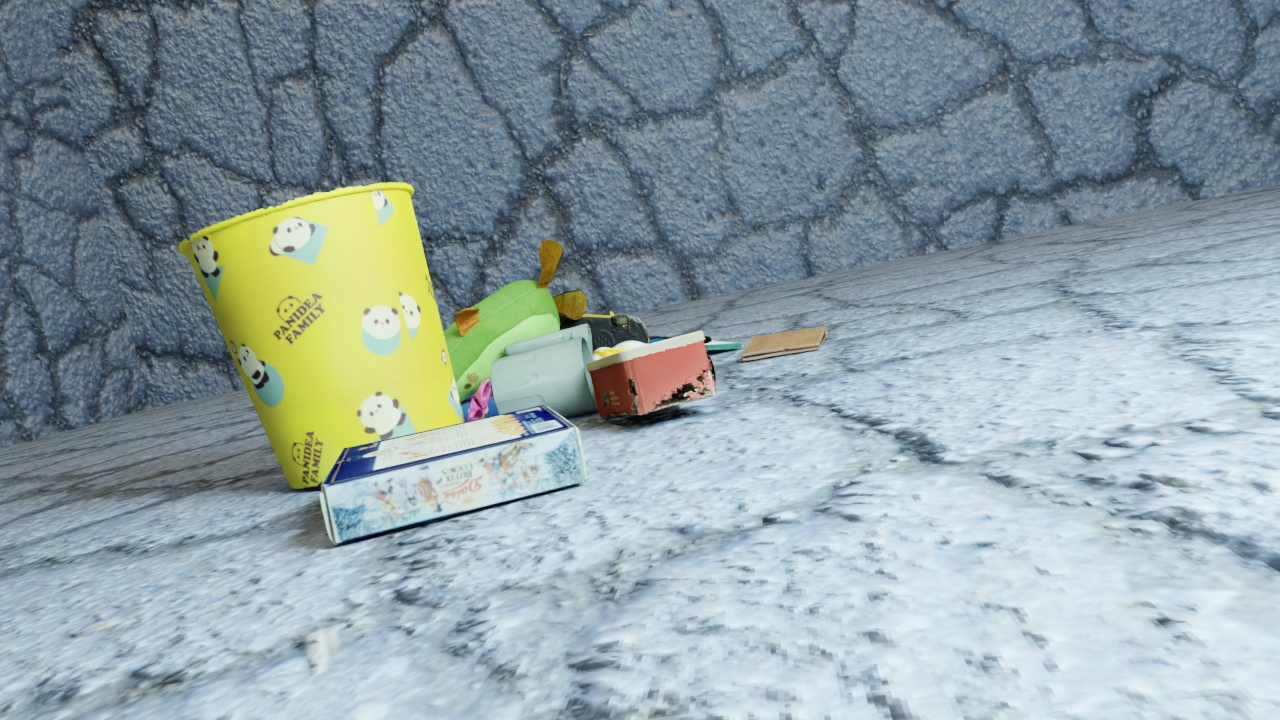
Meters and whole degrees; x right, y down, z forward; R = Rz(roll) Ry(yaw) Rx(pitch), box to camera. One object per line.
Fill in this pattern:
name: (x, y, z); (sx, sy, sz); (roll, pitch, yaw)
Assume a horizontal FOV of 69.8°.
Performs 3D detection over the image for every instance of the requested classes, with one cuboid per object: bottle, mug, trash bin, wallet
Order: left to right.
trash bin: (-0.303, -0.022, 0.923); (0.229, 0.255, 0.229); (-17, 5, 1)
mug: (-0.103, 0.013, 1.015); (0.103, 0.084, 0.123); (-13, 40, 5)
bottle: (-0.006, 0.006, 1.082); (0.108, 0.063, 0.063); (-15, 7, -27)
wallet: (0.188, -0.021, 1.193); (0.101, 0.020, 0.115); (-9, 9, 19)

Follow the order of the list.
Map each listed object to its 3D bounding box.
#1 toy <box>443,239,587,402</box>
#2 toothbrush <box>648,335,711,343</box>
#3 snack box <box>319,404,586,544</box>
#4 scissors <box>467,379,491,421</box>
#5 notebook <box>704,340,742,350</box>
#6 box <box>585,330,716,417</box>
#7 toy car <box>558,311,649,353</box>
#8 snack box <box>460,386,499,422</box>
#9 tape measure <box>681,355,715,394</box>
toy: (-0.171, -0.030, 1.109); (0.246, 0.090, 0.227); (-39, -23, -5)
toothbrush: (0.012, -0.029, 1.308); (0.190, 0.014, 0.016); (-1, 4, 22)
snack box: (-0.147, 0.081, 0.722); (0.182, 0.046, 0.178); (-13, 6, -12)
scissors: (-0.171, 0.058, 0.987); (0.017, 0.057, 0.133); (21, -16, 0)
notebook: (0.023, -0.020, 1.350); (0.209, 0.012, 0.150); (-4, 4, -21)
box: (0.011, 0.024, 0.895); (0.091, 0.076, 0.168); (-14, 0, -15)
toy car: (-0.061, -0.028, 1.209); (0.156, 0.071, 0.041); (1, 15, 18)
snack box: (-0.204, 0.054, 1.201); (0.084, 0.026, 0.157); (-14, 6, -17)
tape measure: (0.053, 0.013, 1.008); (0.057, 0.039, 0.058); (-11, 6, 4)
